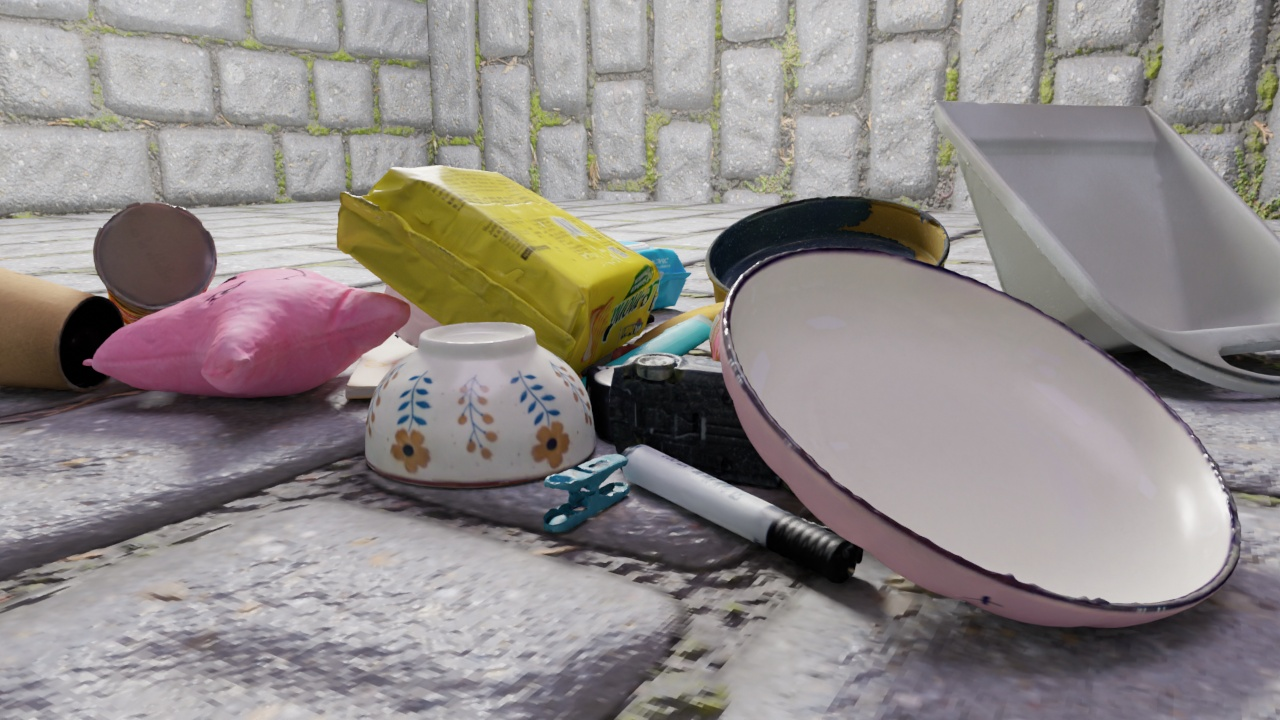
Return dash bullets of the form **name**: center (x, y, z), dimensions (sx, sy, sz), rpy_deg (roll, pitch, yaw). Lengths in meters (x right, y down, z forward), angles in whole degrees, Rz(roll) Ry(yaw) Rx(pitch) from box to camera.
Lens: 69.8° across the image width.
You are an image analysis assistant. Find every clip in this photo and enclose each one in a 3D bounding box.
- **clip**: center (-0.021, 0.053, 0.379), dimensions (0.014, 0.046, 0.056), rpy_deg (7, 14, 31)

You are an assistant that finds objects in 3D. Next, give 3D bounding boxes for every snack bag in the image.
- **snack bag**: center (-0.073, -0.066, 0.609), dimensions (0.158, 0.068, 0.246), rpy_deg (35, 16, 5)

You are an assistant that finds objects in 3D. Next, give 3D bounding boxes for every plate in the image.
- **plate**: center (0.116, 0.025, 0.342), dimensions (0.192, 0.039, 0.192), rpy_deg (13, 35, -9)

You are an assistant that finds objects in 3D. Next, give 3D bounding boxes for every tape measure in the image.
- **tape measure**: center (0.007, 0.022, 0.488), dimensions (0.065, 0.033, 0.066), rpy_deg (-5, 13, -15)

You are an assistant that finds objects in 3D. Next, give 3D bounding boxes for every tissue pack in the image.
- **tissue pack**: center (-0.032, -0.083, 0.880), dimensions (0.089, 0.063, 0.140), rpy_deg (-12, 17, -43)

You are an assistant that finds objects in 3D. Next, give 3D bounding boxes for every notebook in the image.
- **notebook**: center (-0.124, -0.004, 0.652), dimensions (0.145, 0.010, 0.206), rpy_deg (-1, 13, -10)

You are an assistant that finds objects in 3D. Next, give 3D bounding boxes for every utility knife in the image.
- **utility knife**: center (-0.003, 0.003, 0.564), dimensions (0.029, 0.013, 0.159), rpy_deg (23, 37, 35)

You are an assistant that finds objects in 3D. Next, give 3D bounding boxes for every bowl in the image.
- **bowl**: center (-0.079, 0.015, 0.454), dimensions (0.113, 0.062, 0.113), rpy_deg (0, 11, 0)

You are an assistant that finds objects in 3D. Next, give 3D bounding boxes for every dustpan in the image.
- **dustpan**: center (0.360, -0.091, 0.638), dimensions (0.222, 0.257, 0.143), rpy_deg (-5, -10, -20)

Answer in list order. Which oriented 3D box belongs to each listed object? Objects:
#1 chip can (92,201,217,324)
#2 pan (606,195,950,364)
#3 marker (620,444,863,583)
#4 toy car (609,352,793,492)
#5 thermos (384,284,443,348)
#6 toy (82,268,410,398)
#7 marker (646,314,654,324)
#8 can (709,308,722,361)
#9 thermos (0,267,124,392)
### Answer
- **chip can**: center (-0.347, -0.060, 0.661), dimensions (0.073, 0.073, 0.217), rpy_deg (-7, 2, -28)
- **pan**: center (0.101, -0.054, 0.711), dimensions (0.198, 0.078, 0.356), rpy_deg (17, 42, 38)
- **marker**: center (0.034, 0.057, 0.367), dimensions (0.022, 0.018, 0.131), rpy_deg (1, 10, -36)
- **toy car**: center (0.041, 0.027, 0.418), dimensions (0.121, 0.054, 0.036), rpy_deg (7, 17, 27)
- **thermos**: center (-0.125, -0.060, 0.728), dimensions (0.070, 0.070, 0.220), rpy_deg (3, 13, 12)
- **toy**: center (-0.233, -0.013, 0.548), dimensions (0.178, 0.074, 0.195), rpy_deg (-15, 13, -21)
- **marker**: center (-0.022, -0.028, 0.750), dimensions (0.018, 0.015, 0.123), rpy_deg (11, 15, 28)
- **can**: center (0.069, -0.005, 0.521), dimensions (0.058, 0.058, 0.147), rpy_deg (1, 8, 3)
- **thermos**: center (-0.408, -0.022, 0.574), dimensions (0.143, 0.093, 0.093), rpy_deg (9, 14, 6)
